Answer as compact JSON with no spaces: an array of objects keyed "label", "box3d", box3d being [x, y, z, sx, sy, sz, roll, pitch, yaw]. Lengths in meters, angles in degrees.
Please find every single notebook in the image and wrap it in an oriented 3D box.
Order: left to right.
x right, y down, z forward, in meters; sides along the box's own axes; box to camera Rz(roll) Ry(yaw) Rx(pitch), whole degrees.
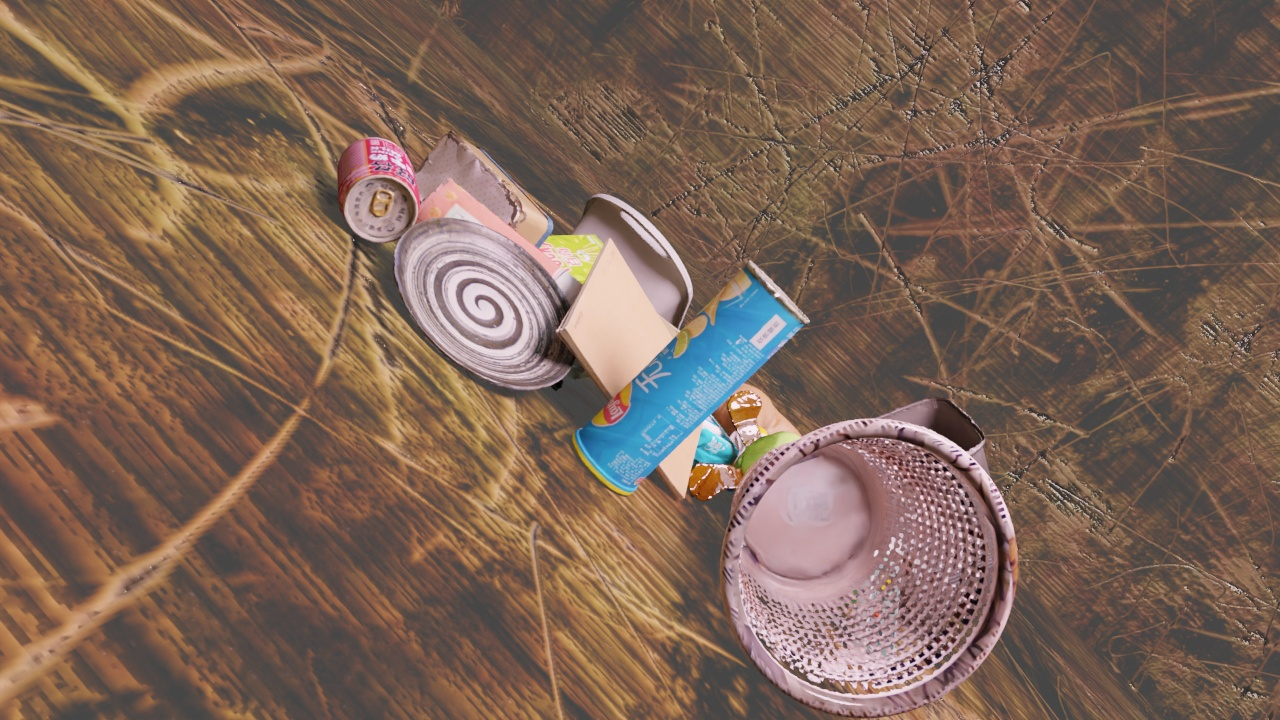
[{"label":"notebook","box3d":[0.002,0.007,0.864,0.211,0.012,0.149,57,32,-27]}]

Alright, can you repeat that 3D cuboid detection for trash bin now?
[{"label":"trash bin","box3d":[0.164,0.151,0.772,0.227,0.227,0.192,43,-1,-5]},{"label":"trash bin","box3d":[0.360,0.198,1.182,0.198,0.199,0.220,-88,154,-74]}]

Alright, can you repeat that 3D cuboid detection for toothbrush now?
[{"label":"toothbrush","box3d":[-0.078,-0.002,0.924,0.017,0.012,0.185,47,11,-10]},{"label":"toothbrush","box3d":[-0.006,0.006,0.969,0.189,0.029,0.020,-7,82,-46]}]

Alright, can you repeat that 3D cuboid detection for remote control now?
[{"label":"remote control","box3d":[0.239,0.233,0.919,0.056,0.135,0.019,25,-21,-40]}]

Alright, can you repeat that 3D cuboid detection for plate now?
[{"label":"plate","box3d":[-0.130,-0.046,0.777,0.179,0.024,0.179,27,40,-26]}]

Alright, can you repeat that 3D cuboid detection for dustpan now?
[{"label":"dustpan","box3d":[-0.007,-0.142,1.346,0.222,0.143,0.257,45,13,5]}]

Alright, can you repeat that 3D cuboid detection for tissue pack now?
[{"label":"tissue pack","box3d":[0.043,0.062,1.010,0.093,0.050,0.133,29,18,-47]}]

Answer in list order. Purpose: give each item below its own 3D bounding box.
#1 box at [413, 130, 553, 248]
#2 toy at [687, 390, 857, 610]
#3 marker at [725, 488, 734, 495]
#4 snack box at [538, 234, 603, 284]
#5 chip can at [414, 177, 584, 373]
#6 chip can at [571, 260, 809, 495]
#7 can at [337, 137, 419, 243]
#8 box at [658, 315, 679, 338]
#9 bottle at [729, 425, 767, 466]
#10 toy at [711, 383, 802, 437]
[{"label":"box","box3d":[-0.177,-0.169,0.978,0.184,0.090,0.061,50,14,33]},{"label":"toy","box3d":[0.167,0.148,0.962,0.246,0.090,0.226,40,43,-12]},{"label":"marker","box3d":[0.146,0.173,1.057,0.145,0.017,0.017,37,14,-30]},{"label":"snack box","box3d":[-0.094,-0.106,1.034,0.156,0.026,0.085,-8,46,-39]},{"label":"chip can","box3d":[-0.119,-0.081,0.878,0.214,0.071,0.071,38,12,-5]},{"label":"chip can","box3d":[0.039,0.016,0.757,0.071,0.210,0.071,42,12,-11]},{"label":"can","box3d":[-0.226,-0.147,0.791,0.066,0.066,0.093,36,14,-33]},{"label":"box","box3d":[0.005,-0.041,1.147,0.168,0.080,0.091,36,4,-32]},{"label":"bottle","box3d":[0.155,0.127,1.130,0.108,0.063,0.063,38,13,-25]},{"label":"toy","box3d":[0.178,0.115,1.235,0.226,0.082,0.143,45,12,-18]}]
